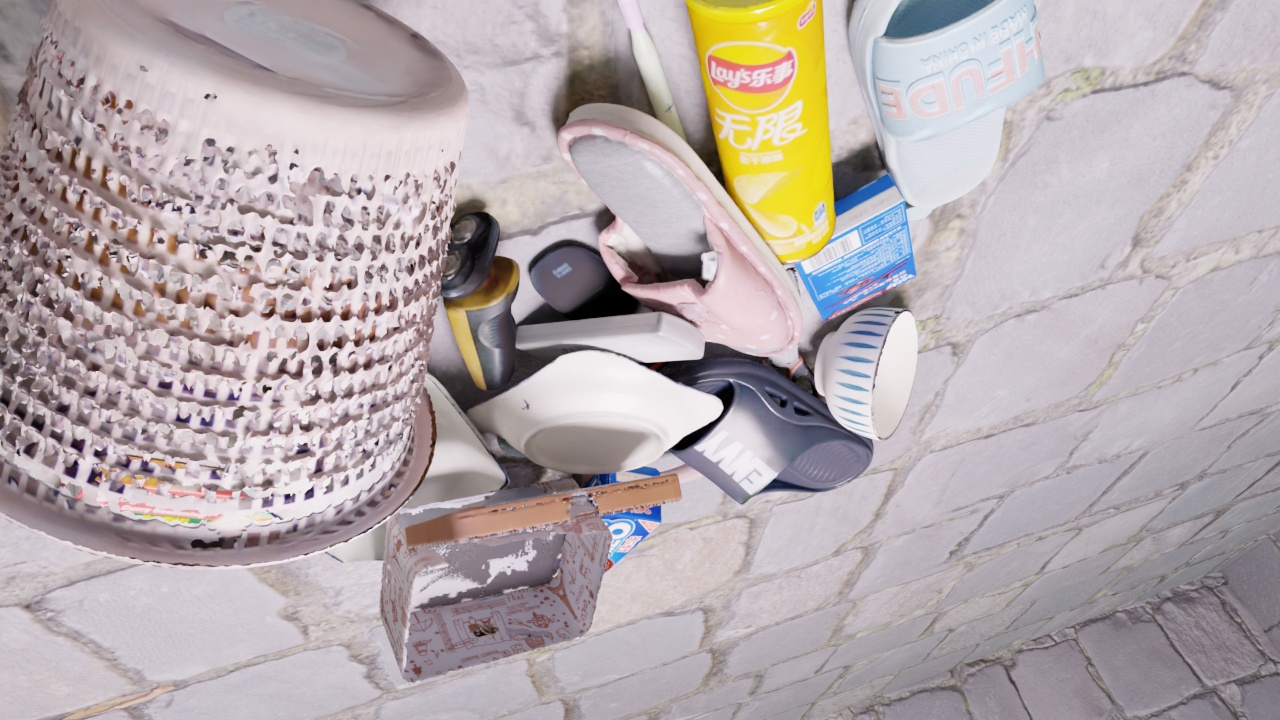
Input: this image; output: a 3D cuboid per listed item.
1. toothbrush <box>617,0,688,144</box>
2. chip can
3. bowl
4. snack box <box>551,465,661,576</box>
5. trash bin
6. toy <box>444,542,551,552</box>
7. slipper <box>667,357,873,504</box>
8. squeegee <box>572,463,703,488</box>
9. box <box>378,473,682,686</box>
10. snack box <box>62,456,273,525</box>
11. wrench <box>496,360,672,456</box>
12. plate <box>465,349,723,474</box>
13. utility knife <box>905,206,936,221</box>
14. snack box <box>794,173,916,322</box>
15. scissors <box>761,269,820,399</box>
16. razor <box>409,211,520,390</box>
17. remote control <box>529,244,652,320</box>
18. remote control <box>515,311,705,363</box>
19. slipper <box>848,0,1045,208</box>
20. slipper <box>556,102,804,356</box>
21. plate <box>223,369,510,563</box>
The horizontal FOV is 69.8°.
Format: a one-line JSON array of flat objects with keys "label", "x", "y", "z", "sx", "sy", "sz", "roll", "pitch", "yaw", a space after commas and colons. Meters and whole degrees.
[{"label": "toothbrush", "x": 0.005, "y": -0.160, "z": 0.513, "sx": 0.020, "sy": 0.029, "sz": 0.189, "roll": -61, "pitch": 153, "yaw": -16}, {"label": "chip can", "x": 0.074, "y": -0.142, "z": 0.530, "sx": 0.072, "sy": 0.072, "sz": 0.213, "roll": -23, "pitch": 148, "yaw": 0}, {"label": "bowl", "x": 0.195, "y": 0.007, "z": 0.810, "sx": 0.066, "sy": 0.116, "sz": 0.116, "roll": 12, "pitch": 165, "yaw": 32}, {"label": "snack box", "x": -0.047, "y": 0.168, "z": 0.893, "sx": 0.058, "sy": 0.057, "sz": 0.208, "roll": 14, "pitch": 143, "yaw": -20}, {"label": "trash bin", "x": -0.173, "y": -0.057, "z": 0.397, "sx": 0.227, "sy": 0.227, "sz": 0.193, "roll": 4, "pitch": 127, "yaw": -36}, {"label": "toy", "x": -0.157, "y": 0.173, "z": 0.860, "sx": 0.157, "sy": 0.066, "sz": 0.105, "roll": 19, "pitch": 124, "yaw": -26}, {"label": "slipper", "x": 0.119, "y": 0.078, "z": 0.813, "sx": 0.268, "sy": 0.083, "sz": 0.111, "roll": 22, "pitch": 125, "yaw": -34}, {"label": "squeegee", "x": 0.056, "y": 0.097, "z": 0.903, "sx": 0.249, "sy": 0.040, "sz": 0.248, "roll": -14, "pitch": 146, "yaw": -15}, {"label": "box", "x": -0.099, "y": 0.147, "z": 0.729, "sx": 0.178, "sy": 0.125, "sz": 0.275, "roll": -6, "pitch": 148, "yaw": -30}, {"label": "snack box", "x": -0.344, "y": 0.110, "z": 0.686, "sx": 0.077, "sy": 0.027, "sz": 0.155, "roll": -42, "pitch": 144, "yaw": 25}, {"label": "wrench", "x": -0.004, "y": 0.004, "z": 0.744, "sx": 0.274, "sy": 0.016, "sz": 0.056, "roll": -34, "pitch": 134, "yaw": 17}, {"label": "plate", "x": -0.034, "y": 0.053, "z": 0.709, "sx": 0.163, "sy": 0.034, "sz": 0.165, "roll": 23, "pitch": 142, "yaw": -39}, {"label": "utility knife", "x": 0.131, "y": -0.101, "z": 0.678, "sx": 0.216, "sy": 0.018, "sz": 0.034, "roll": -11, "pitch": 145, "yaw": -21}, {"label": "snack box", "x": 0.161, "y": -0.079, "z": 0.693, "sx": 0.085, "sy": 0.026, "sz": 0.157, "roll": -28, "pitch": 158, "yaw": 11}, {"label": "scissors", "x": 0.112, "y": 0.006, "z": 0.808, "sx": 0.205, "sy": 0.015, "sz": 0.197, "roll": 25, "pitch": 123, "yaw": -40}, {"label": "razor", "x": -0.110, "y": -0.030, "z": 0.611, "sx": 0.067, "sy": 0.062, "sz": 0.168, "roll": 11, "pitch": 151, "yaw": 4}, {"label": "remote control", "x": -0.027, "y": -0.041, "z": 0.661, "sx": 0.053, "sy": 0.024, "sz": 0.136, "roll": -34, "pitch": 146, "yaw": 16}, {"label": "remote control", "x": -0.022, "y": -0.014, "z": 0.646, "sx": 0.135, "sy": 0.019, "sz": 0.056, "roll": -4, "pitch": 160, "yaw": 37}, {"label": "slipper", "x": 0.192, "y": -0.167, "z": 0.565, "sx": 0.104, "sy": 0.074, "sz": 0.245, "roll": -25, "pitch": 149, "yaw": 5}, {"label": "slipper", "x": 0.029, "y": -0.061, "z": 0.594, "sx": 0.274, "sy": 0.114, "sz": 0.054, "roll": 47, "pitch": 63, "yaw": -53}, {"label": "plate", "x": -0.203, "y": 0.080, "z": 0.711, "sx": 0.162, "sy": 0.034, "sz": 0.266, "roll": -27, "pitch": 146, "yaw": -3}]
